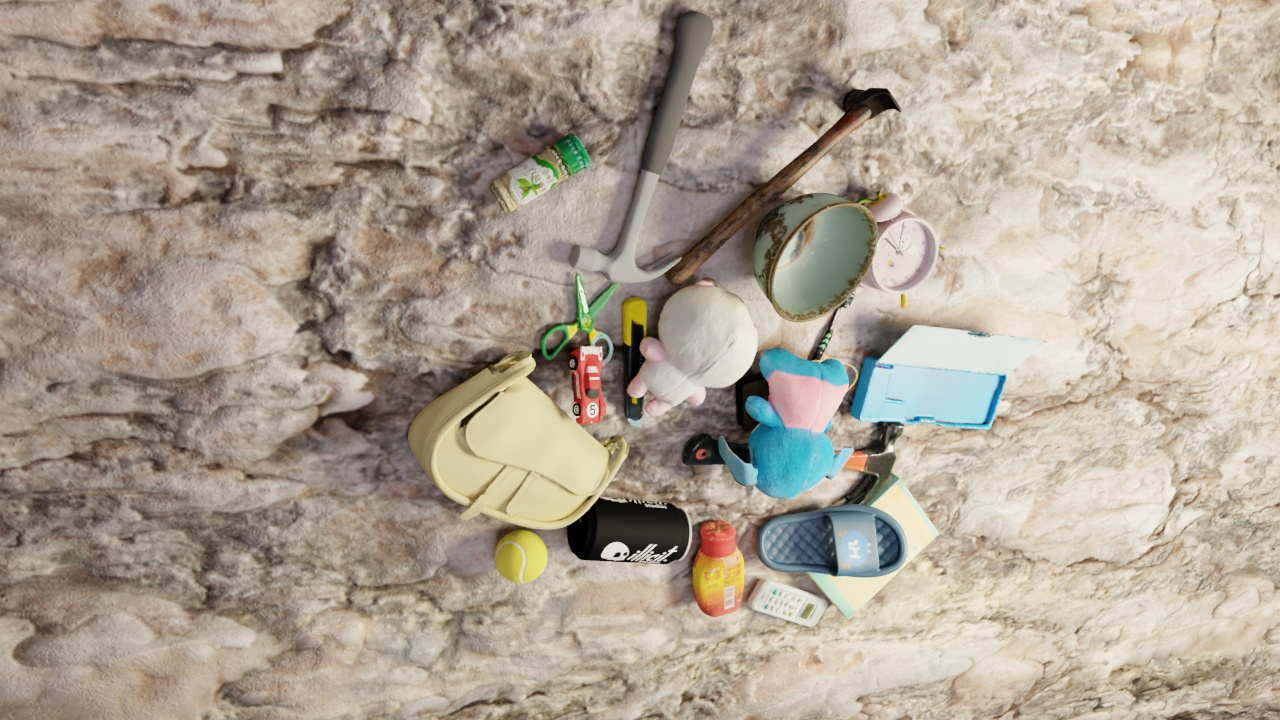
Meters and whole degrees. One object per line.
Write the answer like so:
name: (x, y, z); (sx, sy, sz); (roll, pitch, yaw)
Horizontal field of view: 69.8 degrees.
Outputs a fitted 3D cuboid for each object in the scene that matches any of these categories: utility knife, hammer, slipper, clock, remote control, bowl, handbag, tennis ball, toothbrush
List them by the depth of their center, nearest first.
hammer: (0.022, -0.235, 1.043); (0.125, 0.029, 0.311); (12, 105, -26)
hammer: (0.159, -0.202, 1.078); (0.330, 0.120, 0.033); (-41, 106, 5)
handbag: (-0.140, 0.109, 1.081); (0.191, 0.088, 0.233); (-48, 120, -3)
bowl: (0.194, -0.137, 1.106); (0.159, 0.094, 0.160); (-20, 132, -24)
utility knife: (-0.007, 0.007, 1.134); (0.028, 0.020, 0.175); (-8, 114, -18)
tennis ball: (-0.148, 0.244, 1.141); (0.065, 0.065, 0.065); (-8, 113, -20)
clock: (0.314, -0.150, 1.181); (0.158, 0.059, 0.117); (33, 95, -29)
handbag: (0.212, 0.038, 1.230); (0.177, 0.027, 0.084); (-14, 118, -17)
toothbrush: (0.243, -0.014, 1.231); (0.014, 0.017, 0.188); (19, 103, -22)
hammer: (0.212, 0.134, 1.270); (0.332, 0.033, 0.133); (7, 108, -24)
slipper: (0.269, 0.254, 1.289); (0.214, 0.059, 0.103); (0, 84, 1)
remote control: (0.218, 0.359, 1.365); (0.133, 0.022, 0.050); (24, 99, -29)

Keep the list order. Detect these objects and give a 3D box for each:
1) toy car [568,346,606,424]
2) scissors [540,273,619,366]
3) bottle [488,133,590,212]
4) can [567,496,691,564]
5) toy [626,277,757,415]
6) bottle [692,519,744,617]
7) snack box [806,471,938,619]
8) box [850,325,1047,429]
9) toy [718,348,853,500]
toy car: (-0.061, 0.029, 1.084); (0.038, 0.025, 0.089); (0, 82, -43)
scissors: (-0.061, -0.041, 1.095); (0.127, 0.011, 0.123); (-47, 121, 2)
bottle: (-0.110, -0.203, 0.994); (0.110, 0.042, 0.043); (-32, 119, -6)
can: (-0.014, 0.219, 1.179); (0.146, 0.080, 0.080); (9, 106, -25)
toy: (0.062, -0.007, 1.114); (0.180, 0.101, 0.139); (-44, 117, 8)
bottle: (0.109, 0.288, 1.276); (0.071, 0.048, 0.134); (-11, 114, -19)
snack box: (0.338, 0.275, 1.369); (0.193, 0.044, 0.141); (-42, 119, -3)
box: (0.427, 0.016, 1.296); (0.243, 0.059, 0.176); (5, 125, -24)
toy: (0.209, 0.085, 1.184); (0.223, 0.099, 0.191); (6, 102, -30)
